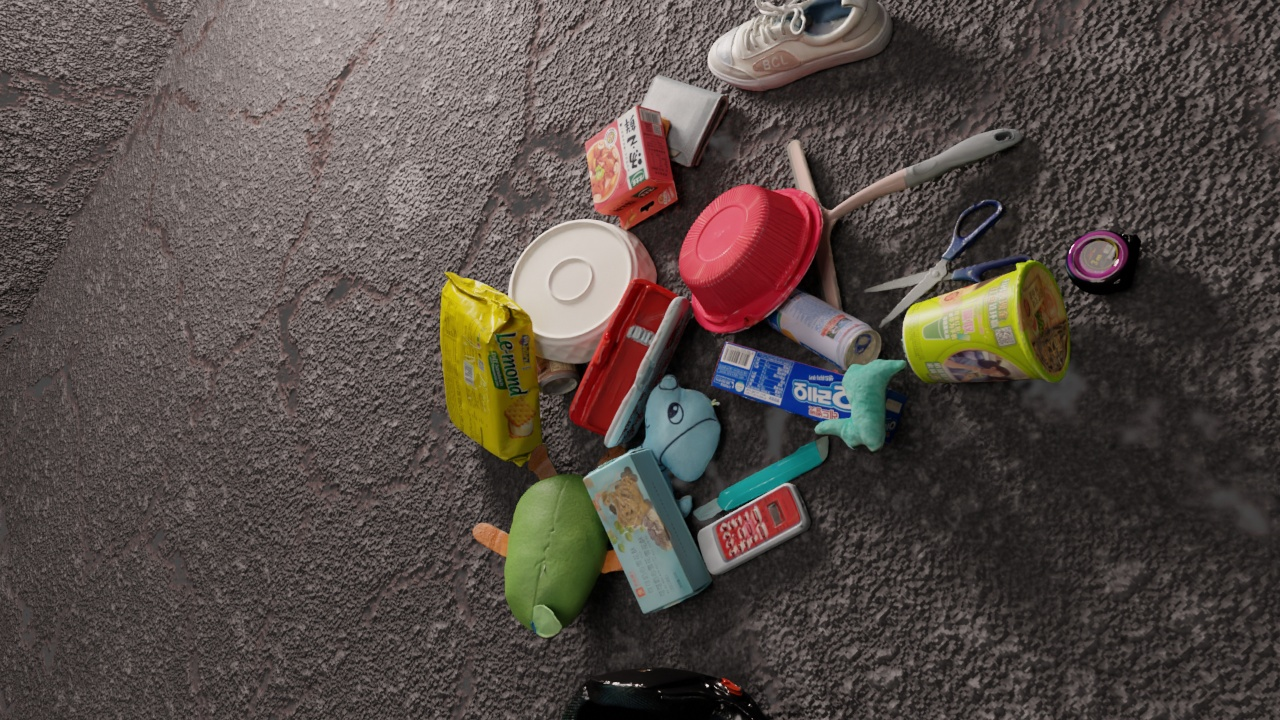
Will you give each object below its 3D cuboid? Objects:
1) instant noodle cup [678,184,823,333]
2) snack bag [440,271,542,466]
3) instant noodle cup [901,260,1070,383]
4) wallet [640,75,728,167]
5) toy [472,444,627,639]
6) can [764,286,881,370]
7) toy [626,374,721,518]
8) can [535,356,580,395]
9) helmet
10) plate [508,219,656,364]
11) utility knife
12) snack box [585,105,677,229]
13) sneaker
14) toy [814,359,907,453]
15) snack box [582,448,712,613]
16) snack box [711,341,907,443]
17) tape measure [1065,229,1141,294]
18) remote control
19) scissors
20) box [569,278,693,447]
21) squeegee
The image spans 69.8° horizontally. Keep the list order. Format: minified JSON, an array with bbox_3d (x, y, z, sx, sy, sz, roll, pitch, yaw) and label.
[{"bbox_3d":[0.110,-0.128,1.041,0.194,0.066,0.193,-36,36,32],"label":"instant noodle cup"},{"bbox_3d":[-0.205,0.015,1.225,0.158,0.068,0.247,27,129,41],"label":"snack bag"},{"bbox_3d":[0.317,-0.026,0.858,0.124,0.111,0.111,-12,69,44],"label":"instant noodle cup"},{"bbox_3d":[0.043,-0.315,1.207,0.130,0.037,0.106,33,98,41],"label":"wallet"},{"bbox_3d":[-0.099,0.217,1.119,0.227,0.090,0.246,4,62,18],"label":"toy"},{"bbox_3d":[0.192,-0.035,0.979,0.134,0.053,0.053,38,102,49],"label":"can"},{"bbox_3d":[0.038,0.102,1.079,0.156,0.049,0.161,-29,75,21],"label":"toy"},{"bbox_3d":[-0.121,-0.015,1.238,0.059,0.058,0.116,-31,59,29],"label":"can"},{"bbox_3d":[0.039,0.414,0.873,0.275,0.230,0.233,4,80,32],"label":"helmet"},{"bbox_3d":[-0.084,-0.097,1.198,0.205,0.045,0.204,-8,66,17],"label":"plate"},{"bbox_3d":[0.133,0.135,1.017,0.187,0.013,0.029,-32,57,26],"label":"utility knife"},{"bbox_3d":[-0.015,-0.249,1.204,0.113,0.044,0.127,-24,72,45],"label":"snack box"},{"bbox_3d":[0.169,-0.387,1.089,0.243,0.090,0.089,1,77,40],"label":"sneaker"},{"bbox_3d":[0.214,0.046,0.892,0.097,0.030,0.091,-9,71,40],"label":"toy"},{"bbox_3d":[0.007,0.193,1.047,0.074,0.051,0.174,-31,78,28],"label":"snack box"},{"bbox_3d":[0.176,0.032,0.983,0.208,0.058,0.057,17,89,41],"label":"snack box"},{"bbox_3d":[0.418,-0.088,0.832,0.058,0.039,0.057,9,83,36],"label":"tape measure"},{"bbox_3d":[0.122,0.186,1.007,0.136,0.020,0.055,-34,59,27],"label":"remote control"},{"bbox_3d":[0.314,-0.098,0.932,0.163,0.012,0.163,14,83,36],"label":"scissors"},{"bbox_3d":[-0.004,0.008,1.109,0.201,0.095,0.098,-64,17,6],"label":"box"},{"bbox_3d":[0.278,-0.188,0.977,0.250,0.040,0.247,-23,63,32],"label":"squeegee"}]
